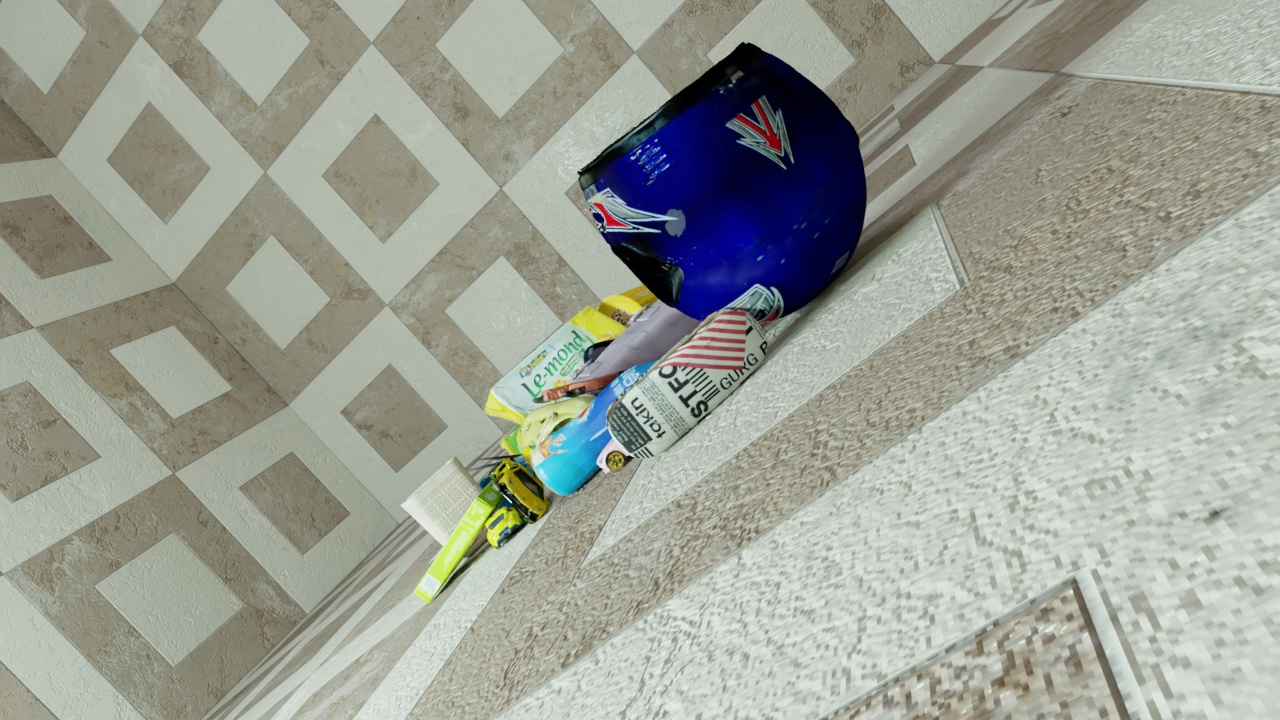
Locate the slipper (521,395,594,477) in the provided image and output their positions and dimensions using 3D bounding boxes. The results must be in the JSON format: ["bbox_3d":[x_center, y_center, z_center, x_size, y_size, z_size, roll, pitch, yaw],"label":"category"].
[{"bbox_3d":[-0.096,0.099,1.087,0.081,0.091,0.191,-48,10,-34],"label":"slipper"}]

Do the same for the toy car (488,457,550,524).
[{"bbox_3d":[-0.139,0.150,1.071,0.041,0.071,0.156,-46,7,-5],"label":"toy car"}]

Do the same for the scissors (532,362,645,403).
[{"bbox_3d":[-0.018,0.017,1.060,0.190,0.015,0.221,-15,0,30],"label":"scissors"}]

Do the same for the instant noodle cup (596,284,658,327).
[{"bbox_3d":[0.013,-0.061,1.458,0.109,0.138,0.138,-35,-1,-40],"label":"instant noodle cup"}]

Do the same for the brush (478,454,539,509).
[{"bbox_3d":[-0.219,0.204,1.390,0.109,0.060,0.316,-38,-1,-38],"label":"brush"}]

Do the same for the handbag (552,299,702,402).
[{"bbox_3d":[-0.007,0.007,1.198,0.196,0.098,0.145,-44,11,-26],"label":"handbag"}]

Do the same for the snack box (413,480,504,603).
[{"bbox_3d":[-0.218,0.219,1.133,0.156,0.026,0.085,-55,0,15],"label":"snack box"}]

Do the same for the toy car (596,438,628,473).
[{"bbox_3d":[0.001,0.064,0.914,0.122,0.037,0.056,-42,3,15],"label":"toy car"}]

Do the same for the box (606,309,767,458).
[{"bbox_3d":[0.040,0.021,0.824,0.163,0.075,0.081,-44,15,-3],"label":"box"}]

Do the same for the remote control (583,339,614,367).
[{"bbox_3d":[-0.016,-0.011,1.316,0.024,0.136,0.053,82,-172,-48],"label":"remote control"}]

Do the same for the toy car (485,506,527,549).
[{"bbox_3d":[-0.165,0.195,1.097,0.048,0.032,0.105,-43,3,-10],"label":"toy car"}]

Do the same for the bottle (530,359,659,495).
[{"bbox_3d":[-0.019,0.057,0.977,0.219,0.065,0.065,-40,5,12],"label":"bottle"}]

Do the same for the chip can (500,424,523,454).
[{"bbox_3d":[-0.136,0.093,1.581,0.221,0.072,0.072,-42,4,-1],"label":"chip can"}]

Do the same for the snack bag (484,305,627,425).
[{"bbox_3d":[-0.090,0.032,1.348,0.245,0.158,0.068,-43,-32,-28],"label":"snack bag"}]

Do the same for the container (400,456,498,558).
[{"bbox_3d":[-0.250,0.203,1.240,0.089,0.111,0.090,-44,5,-22],"label":"container"}]

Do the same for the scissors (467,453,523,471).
[{"bbox_3d":[-0.175,0.142,1.363,0.181,0.014,0.159,-17,-15,0],"label":"scissors"}]

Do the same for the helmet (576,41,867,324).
[{"bbox_3d":[0.085,-0.154,0.916,0.247,0.240,0.316,-39,12,-13],"label":"helmet"}]
